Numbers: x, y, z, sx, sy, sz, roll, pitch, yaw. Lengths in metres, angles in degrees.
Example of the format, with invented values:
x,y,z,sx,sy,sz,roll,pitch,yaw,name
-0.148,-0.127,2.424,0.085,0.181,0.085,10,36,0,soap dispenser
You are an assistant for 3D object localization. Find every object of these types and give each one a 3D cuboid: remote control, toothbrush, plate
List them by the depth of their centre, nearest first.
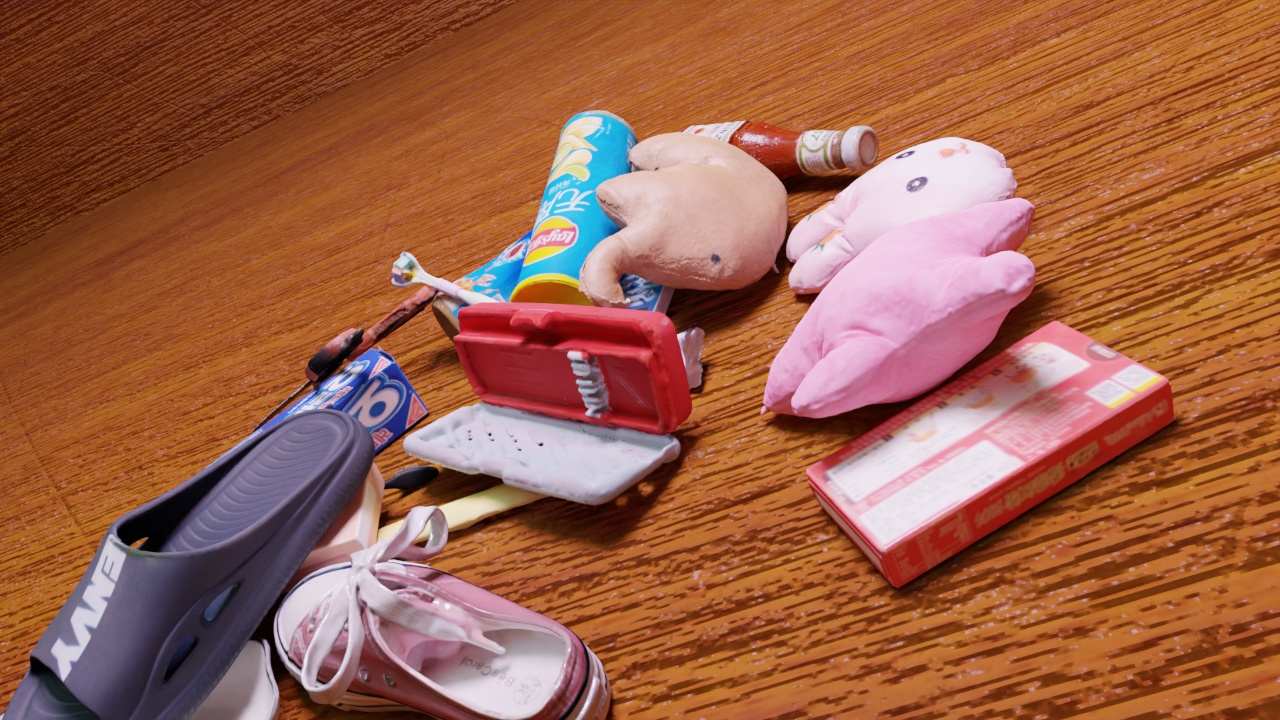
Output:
x,y,z,sx,sy,sz,roll,pitch,yaw,name
-0.303,0.238,0.505,0.266,0.034,0.161,-15,32,21,plate
-0.235,0.099,0.648,0.189,0.014,0.016,-13,18,-2,toothbrush
-0.001,-0.039,0.697,0.049,0.024,0.124,-10,38,29,remote control
-0.115,-0.040,0.717,0.190,0.029,0.020,23,8,18,toothbrush

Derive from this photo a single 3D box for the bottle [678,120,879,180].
x,y,z,sx,sy,sz,roll,pitch,yaw,name
0.107,-0.175,0.784,0.206,0.060,0.059,9,46,48,bottle

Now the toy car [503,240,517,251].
x,y,z,sx,sy,sz,roll,pitch,yaw,name
-0.103,-0.099,0.868,0.042,0.035,0.090,-37,28,-17,toy car

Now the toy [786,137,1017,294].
x,y,z,sx,sy,sz,roll,pitch,yaw,name
0.170,-0.098,0.623,0.160,0.054,0.121,-26,27,19,toy

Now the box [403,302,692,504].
x,y,z,sx,sy,sz,roll,pitch,yaw,name
-0.071,0.020,0.580,0.201,0.095,0.100,6,26,44,box

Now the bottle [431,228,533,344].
x,y,z,sx,sy,sz,roll,pitch,yaw,name
-0.077,-0.088,0.795,0.218,0.065,0.065,-39,31,-18,bottle

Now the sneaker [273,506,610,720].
x,y,z,sx,sy,sz,roll,pitch,yaw,name
-0.121,0.131,0.464,0.242,0.088,0.118,2,41,43,sneaker

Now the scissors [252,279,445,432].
x,y,z,sx,sy,sz,roll,pitch,yaw,name
-0.254,0.002,0.770,0.225,0.015,0.189,-37,7,7,scissors

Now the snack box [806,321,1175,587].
x,y,z,sx,sy,sz,roll,pitch,yaw,name
0.162,0.040,0.435,0.153,0.025,0.075,-30,28,-4,snack box

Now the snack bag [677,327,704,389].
x,y,z,sx,sy,sz,roll,pitch,yaw,name
-0.004,0.004,0.626,0.105,0.026,0.045,-7,59,28,snack bag

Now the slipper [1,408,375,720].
x,y,z,sx,sy,sz,roll,pitch,yaw,name
-0.266,0.111,0.527,0.111,0.083,0.267,9,47,31,slipper

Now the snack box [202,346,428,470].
x,y,z,sx,sy,sz,roll,pitch,yaw,name
-0.266,0.074,0.707,0.207,0.058,0.057,-40,31,-19,snack box

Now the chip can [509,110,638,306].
x,y,z,sx,sy,sz,roll,pitch,yaw,name
-0.046,-0.108,0.715,0.071,0.071,0.209,-14,44,24,chip can

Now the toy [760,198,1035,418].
x,y,z,sx,sy,sz,roll,pitch,yaw,name
0.135,-0.023,0.503,0.179,0.074,0.194,-36,5,28,toy

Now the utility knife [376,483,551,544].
x,y,z,sx,sy,sz,roll,pitch,yaw,name
-0.104,0.093,0.582,0.179,0.019,0.030,-24,34,14,utility knife

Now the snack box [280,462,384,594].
x,y,z,sx,sy,sz,roll,pitch,yaw,name
-0.248,0.120,0.600,0.157,0.026,0.084,-19,31,2,snack box

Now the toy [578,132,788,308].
x,y,z,sx,sy,sz,roll,pitch,yaw,name
0.036,-0.098,0.668,0.143,0.083,0.225,17,36,9,toy
